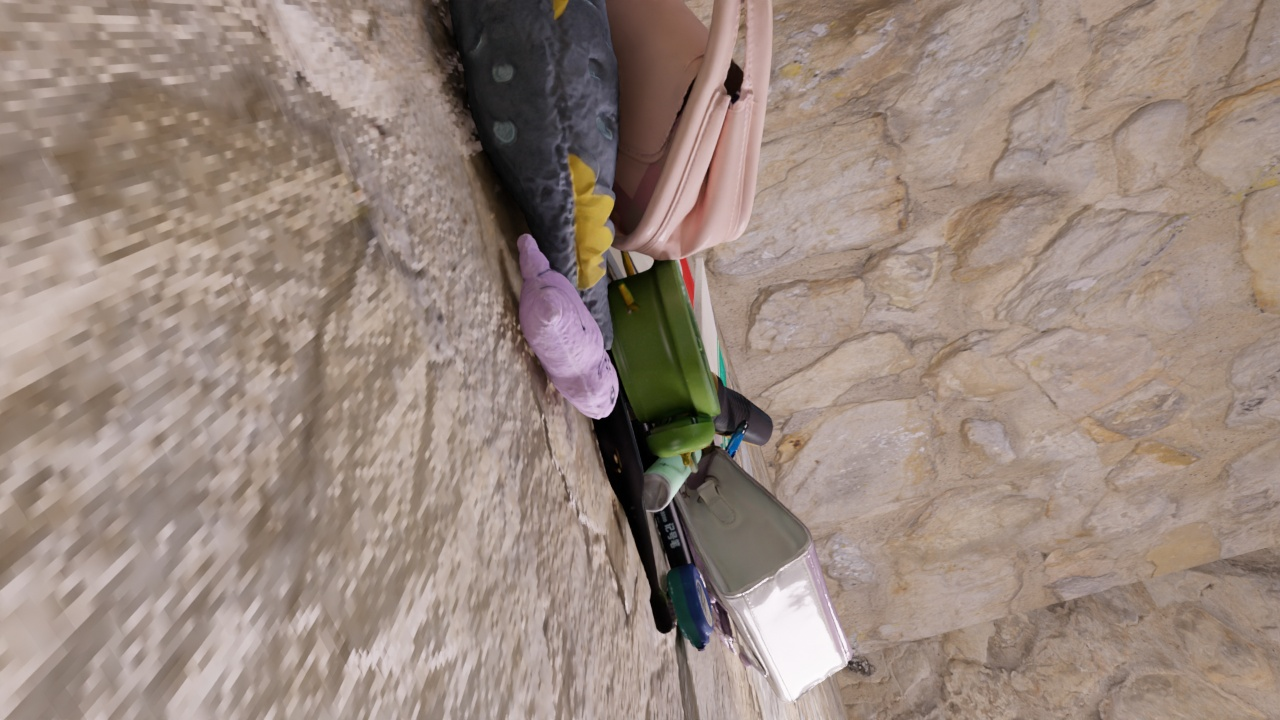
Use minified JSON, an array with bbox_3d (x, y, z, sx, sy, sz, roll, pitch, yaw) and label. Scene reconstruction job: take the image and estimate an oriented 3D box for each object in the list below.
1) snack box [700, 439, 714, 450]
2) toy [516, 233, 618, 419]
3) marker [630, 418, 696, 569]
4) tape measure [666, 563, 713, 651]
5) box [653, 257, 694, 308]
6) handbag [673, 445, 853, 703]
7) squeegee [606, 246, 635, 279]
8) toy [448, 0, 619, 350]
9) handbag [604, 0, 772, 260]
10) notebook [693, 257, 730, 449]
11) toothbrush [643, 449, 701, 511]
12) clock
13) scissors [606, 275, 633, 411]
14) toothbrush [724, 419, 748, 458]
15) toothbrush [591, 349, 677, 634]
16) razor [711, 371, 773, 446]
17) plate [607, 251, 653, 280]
[{"bbox_3d":[0.057,0.084,0.925,0.127,0.044,0.113,62,19,-56],"label":"snack box"},{"bbox_3d":[-0.042,-0.012,0.518,0.083,0.039,0.108,-112,177,-47],"label":"toy"},{"bbox_3d":[0.017,0.109,0.722,0.022,0.020,0.132,-1,72,-61],"label":"marker"},{"bbox_3d":[0.035,0.177,0.673,0.058,0.025,0.054,-89,159,-69],"label":"tape measure"},{"bbox_3d":[0.012,-0.102,1.092,0.112,0.100,0.201,-21,93,-47],"label":"box"},{"bbox_3d":[0.096,0.188,0.800,0.145,0.098,0.197,54,-9,48],"label":"handbag"},{"bbox_3d":[-0.054,-0.202,0.804,0.246,0.039,0.246,61,9,-29],"label":"squeegee"},{"bbox_3d":[-0.064,-0.184,0.560,0.138,0.091,0.356,109,-31,-77],"label":"toy"},{"bbox_3d":[0.011,-0.200,0.572,0.193,0.093,0.235,58,-33,33],"label":"handbag"},{"bbox_3d":[0.072,0.006,0.927,0.208,0.012,0.150,-84,161,-58],"label":"notebook"},{"bbox_3d":[0.030,0.077,0.714,0.224,0.027,0.026,-26,104,-76],"label":"toothbrush"},{"bbox_3d":[0.019,0.004,0.644,0.116,0.056,0.161,-88,161,-69],"label":"clock"},{"bbox_3d":[-0.036,-0.062,0.714,0.221,0.022,0.230,54,16,-67],"label":"scissors"},{"bbox_3d":[0.070,0.103,0.839,0.190,0.014,0.016,106,-25,-53],"label":"toothbrush"},{"bbox_3d":[-0.010,0.071,0.597,0.027,0.026,0.212,13,59,-68],"label":"toothbrush"},{"bbox_3d":[0.064,0.043,0.794,0.167,0.068,0.062,26,61,-50],"label":"razor"},{"bbox_3d":[0.008,-0.065,0.917,0.164,0.034,0.163,62,9,8],"label":"plate"}]
